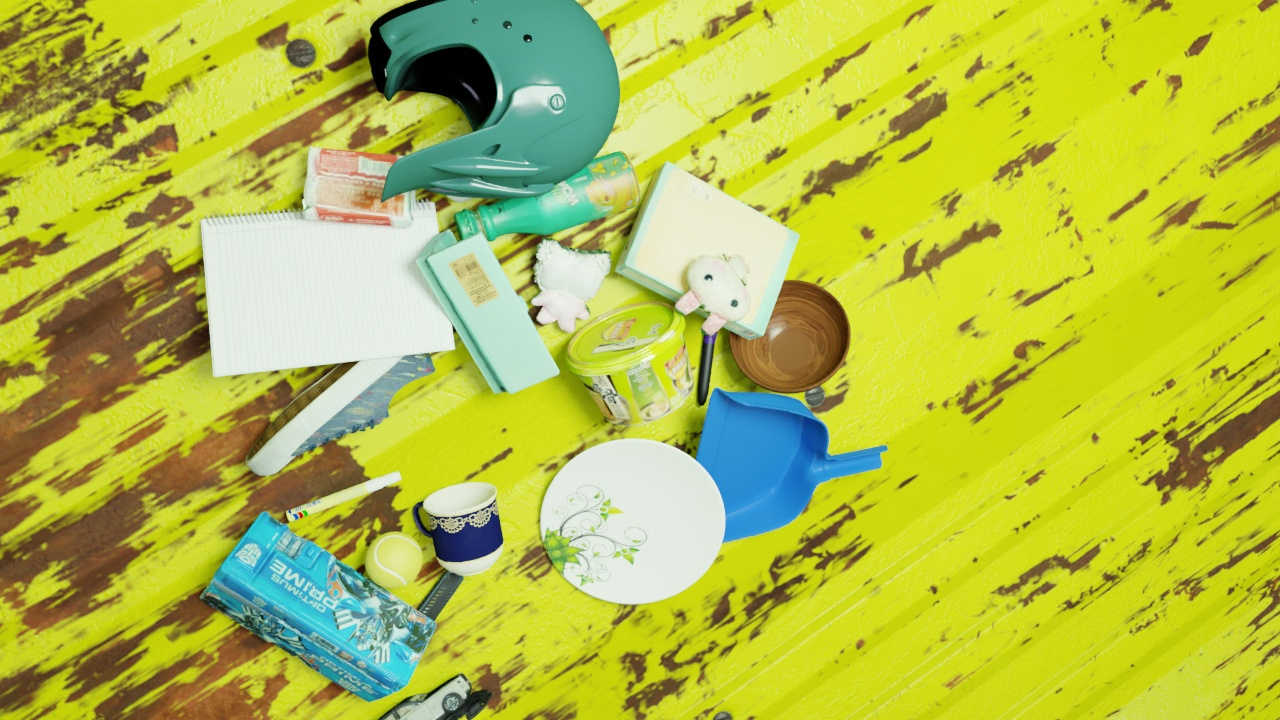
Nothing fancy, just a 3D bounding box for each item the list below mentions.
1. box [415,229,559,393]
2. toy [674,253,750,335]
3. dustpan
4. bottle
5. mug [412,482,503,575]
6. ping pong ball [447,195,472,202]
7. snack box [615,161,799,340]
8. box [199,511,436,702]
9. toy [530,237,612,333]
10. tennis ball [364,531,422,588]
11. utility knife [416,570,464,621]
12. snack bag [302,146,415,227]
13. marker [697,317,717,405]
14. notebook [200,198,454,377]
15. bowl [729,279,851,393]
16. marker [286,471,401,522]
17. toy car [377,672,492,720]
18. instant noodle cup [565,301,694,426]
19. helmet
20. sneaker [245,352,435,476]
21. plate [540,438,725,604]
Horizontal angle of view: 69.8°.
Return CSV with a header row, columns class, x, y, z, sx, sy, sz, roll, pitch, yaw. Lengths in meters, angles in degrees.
class,x,y,z,sx,sy,sz,roll,pitch,yaw
box,-0.158,-0.059,1.017,0.093,0.077,0.188,-14,118,22
toy,0.091,-0.083,1.051,0.112,0.050,0.087,-46,101,-12
dustpan,0.196,0.127,1.166,0.257,0.059,0.246,-8,129,-23
bottle,-0.107,-0.179,1.049,0.209,0.068,0.068,-20,105,-12
mug,-0.217,0.202,1.088,0.112,0.085,0.089,-2,106,20
ping pong ball,-0.203,-0.198,1.032,0.040,0.040,0.040,-3,101,-16
snack box,0.083,-0.130,1.100,0.193,0.044,0.141,26,75,-16
box,-0.377,0.297,1.066,0.243,0.093,0.115,38,129,-13
toy,-0.089,-0.088,1.086,0.095,0.041,0.109,13,102,-17
tennis ball,-0.289,0.234,1.074,0.065,0.065,0.065,-3,101,-16
utility knife,-0.267,0.318,1.120,0.029,0.020,0.172,38,90,-19
snack bag,-0.304,-0.188,0.997,0.115,0.036,0.077,2,78,-15
marker,0.086,-0.008,1.161,0.015,0.018,0.134,0,101,-36
notebook,-0.337,-0.084,0.993,0.245,0.013,0.177,-7,78,-15
bowl,0.188,-0.021,1.152,0.147,0.069,0.147,-4,70,11
marker,-0.345,0.158,1.071,0.132,0.014,0.014,-20,105,-11
toy car,-0.279,0.450,1.116,0.191,0.094,0.071,-36,86,-7
instant noodle cup,-0.006,0.006,1.077,0.146,0.146,0.098,-27,117,-10
helmet,-0.152,-0.264,0.955,0.274,0.177,0.200,-16,90,-19
sneaker,-0.329,0.055,1.024,0.235,0.087,0.079,-42,114,-8
plate,-0.010,0.199,1.153,0.229,0.030,0.230,0,108,-1
